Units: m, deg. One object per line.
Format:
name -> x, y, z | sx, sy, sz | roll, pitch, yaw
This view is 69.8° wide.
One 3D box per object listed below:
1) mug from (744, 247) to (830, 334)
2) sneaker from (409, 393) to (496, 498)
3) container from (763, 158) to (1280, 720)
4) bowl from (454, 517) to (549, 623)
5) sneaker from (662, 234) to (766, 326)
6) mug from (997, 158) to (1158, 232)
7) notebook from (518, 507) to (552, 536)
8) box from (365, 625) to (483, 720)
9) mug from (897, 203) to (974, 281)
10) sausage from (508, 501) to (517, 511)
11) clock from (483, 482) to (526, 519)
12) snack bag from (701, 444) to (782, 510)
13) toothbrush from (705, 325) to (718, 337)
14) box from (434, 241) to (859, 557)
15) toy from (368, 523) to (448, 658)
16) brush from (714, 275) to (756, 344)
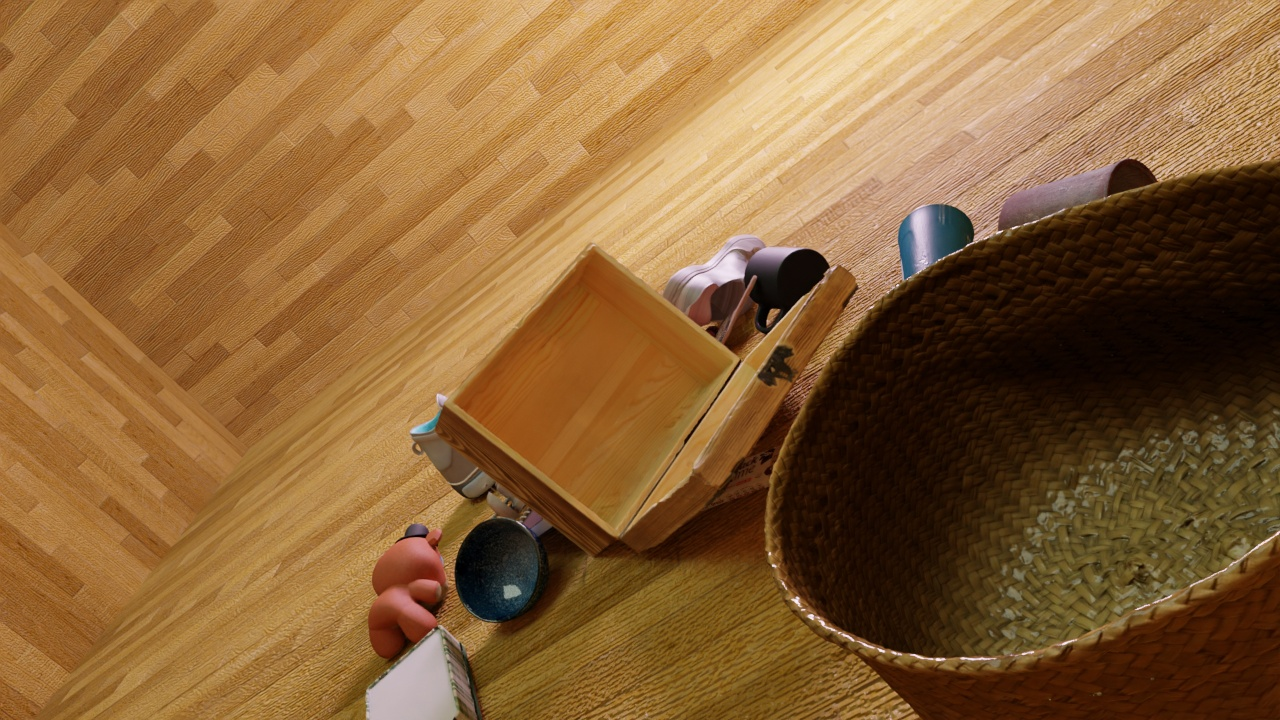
mug -> 0.178, -0.086, 1.148 | 0.113, 0.078, 0.088 | -69, 21, 0
sneaker -> -0.219, 0.080, 1.391 | 0.256, 0.160, 0.093 | -42, 19, 1
container -> 0.239, 0.072, 0.459 | 0.307, 0.196, 0.306 | -36, 20, 16
bowl -> -0.146, 0.236, 1.031 | 0.114, 0.060, 0.114 | -7, 73, 24
sneaker -> 0.128, -0.102, 1.267 | 0.235, 0.089, 0.099 | -34, -34, -43
mug -> 0.390, -0.122, 0.797 | 0.122, 0.096, 0.110 | -29, 15, -31
notebook -> -0.088, 0.143, 1.141 | 0.208, 0.022, 0.172 | -54, 6, -34
box -> -0.223, 0.362, 0.940 | 0.117, 0.051, 0.205 | -41, 19, -9
mug -> 0.298, -0.094, 0.926 | 0.078, 0.078, 0.121 | -27, 27, 34
sausage -> -0.151, 0.160, 1.297 | 0.020, 0.020, 0.154 | -25, 24, 38
clock -> -0.162, 0.159, 1.214 | 0.156, 0.061, 0.103 | -53, -2, -12
snack bag -> 0.114, 0.110, 0.910 | 0.158, 0.013, 0.056 | -27, 22, 35
toothbrush -> 0.061, -0.039, 1.341 | 0.016, 0.016, 0.190 | -43, 18, -20
box -> 0.007, 0.014, 0.939 | 0.278, 0.286, 0.337 | -52, 2, -32
toy -> -0.301, 0.289, 1.185 | 0.112, 0.096, 0.175 | -30, 49, 28
brush -> 0.116, -0.057, 1.172 | 0.049, 0.015, 0.136 | -65, 0, -49
